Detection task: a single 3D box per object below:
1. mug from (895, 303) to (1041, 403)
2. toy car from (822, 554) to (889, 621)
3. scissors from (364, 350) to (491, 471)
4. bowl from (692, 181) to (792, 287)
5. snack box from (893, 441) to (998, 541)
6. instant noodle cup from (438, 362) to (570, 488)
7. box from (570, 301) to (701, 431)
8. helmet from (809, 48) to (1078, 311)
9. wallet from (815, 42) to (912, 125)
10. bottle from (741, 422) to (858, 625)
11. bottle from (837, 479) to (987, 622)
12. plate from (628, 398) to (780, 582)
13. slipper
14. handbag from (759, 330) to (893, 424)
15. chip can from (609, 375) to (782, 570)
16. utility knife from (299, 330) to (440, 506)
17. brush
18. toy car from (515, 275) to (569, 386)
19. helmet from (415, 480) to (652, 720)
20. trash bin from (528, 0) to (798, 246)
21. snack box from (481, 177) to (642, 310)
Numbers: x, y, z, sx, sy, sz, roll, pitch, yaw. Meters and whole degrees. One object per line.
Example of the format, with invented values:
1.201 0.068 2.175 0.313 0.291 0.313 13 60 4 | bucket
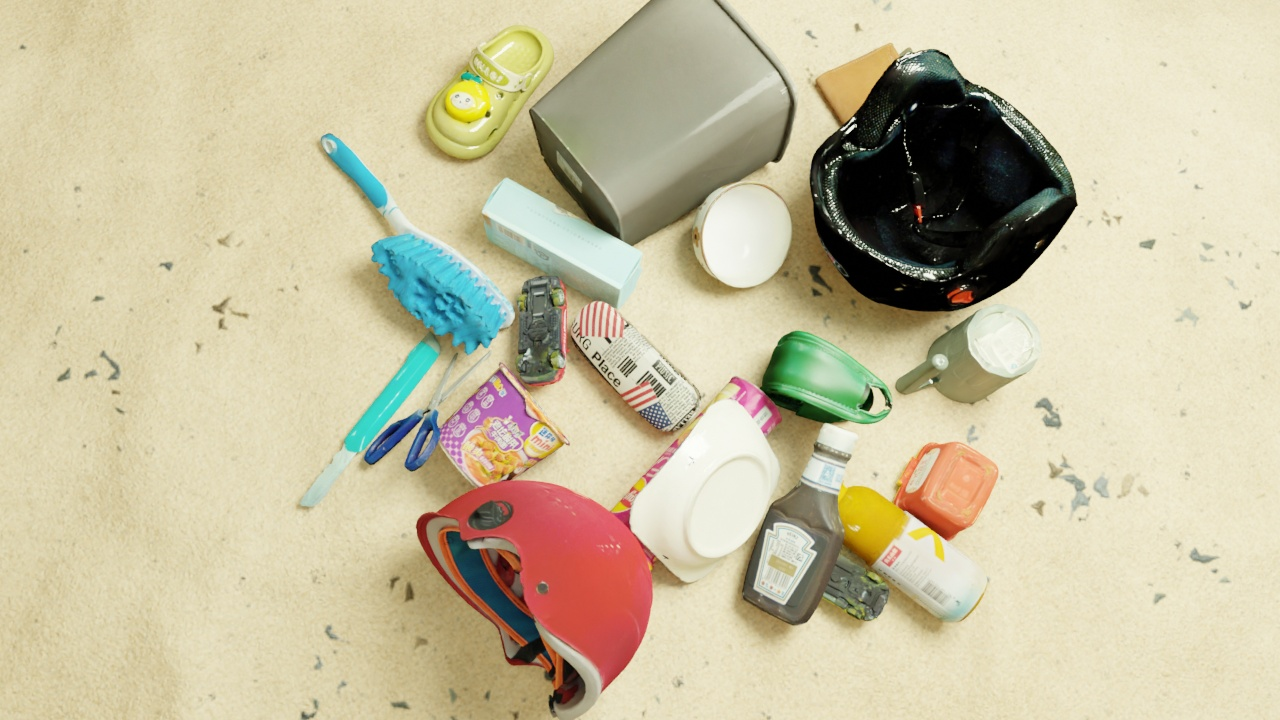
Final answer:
0.344 0.000 0.970 0.124 0.103 0.083 -18 77 -10 | mug
0.200 0.225 0.935 0.105 0.032 0.048 28 76 16 | toy car
-0.215 0.054 0.924 0.176 0.162 0.012 -36 119 11 | scissors
0.103 -0.141 1.003 0.113 0.062 0.113 -7 108 -22 | bowl
0.315 0.130 0.943 0.082 0.080 0.091 31 75 5 | snack box
-0.142 0.072 0.918 0.099 0.111 0.111 -39 80 -4 | instant noodle cup
-0.009 0.007 0.955 0.075 0.081 0.163 -43 83 -4 | box
0.297 -0.159 0.946 0.274 0.230 0.233 -22 63 -11 | helmet
0.290 -0.305 1.089 0.119 0.035 0.130 -28 79 -5 | wallet
0.164 0.158 0.906 0.080 0.044 0.195 21 93 33 | bottle
0.256 0.185 0.930 0.189 0.068 0.068 37 75 9 | bottle
0.077 0.135 0.892 0.164 0.163 0.034 -50 42 -13 | plate
-0.171 -0.318 1.034 0.091 0.082 0.190 33 72 8 | slipper
0.188 0.024 0.939 0.120 0.131 0.068 23 83 -2 | handbag
0.052 0.113 0.935 0.071 0.071 0.210 42 75 7 | chip can
-0.278 0.061 0.955 0.029 0.013 0.221 34 73 5 | utility knife
-0.257 -0.132 0.982 0.314 0.061 0.109 40 32 3 | brush
-0.101 -0.030 0.972 0.053 0.045 0.120 -5 70 19 | toy car
-0.084 0.193 0.844 0.143 0.207 0.240 -35 47 -28 | helmet
0.017 -0.252 0.978 0.219 0.199 0.198 -37 79 -6 | trash bin
-0.084 -0.123 0.988 0.175 0.074 0.051 30 75 4 | snack box
